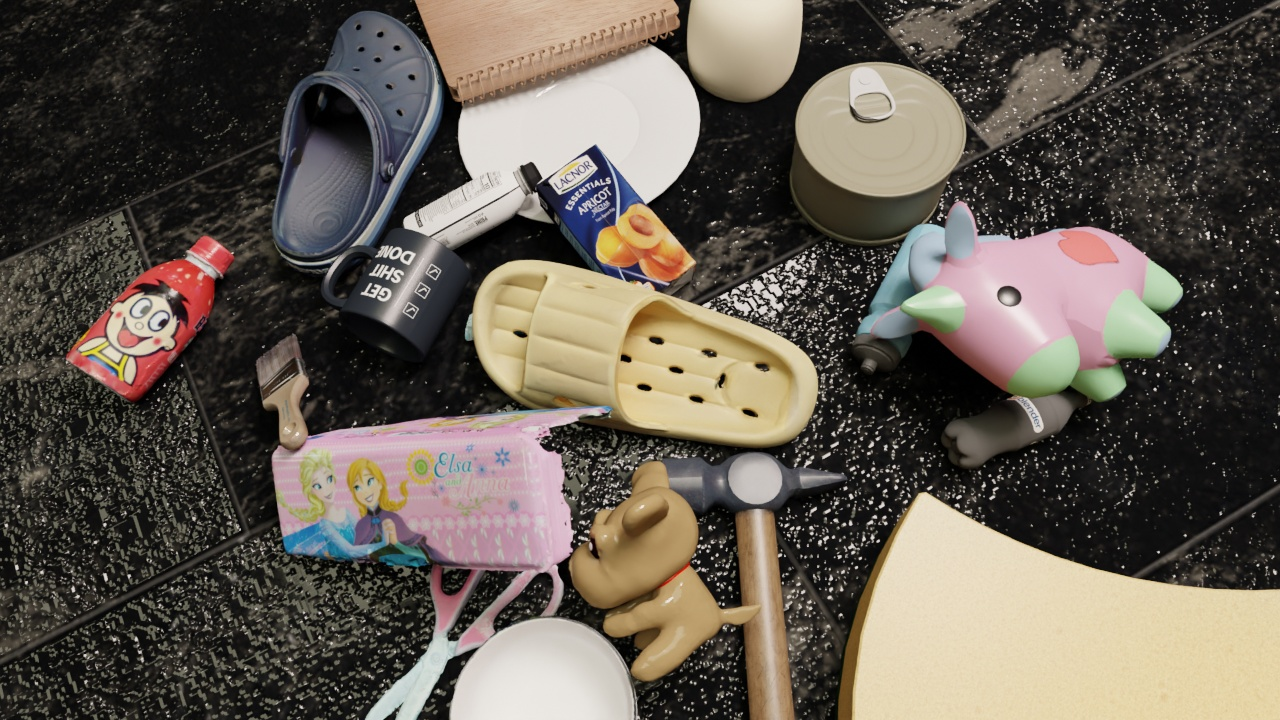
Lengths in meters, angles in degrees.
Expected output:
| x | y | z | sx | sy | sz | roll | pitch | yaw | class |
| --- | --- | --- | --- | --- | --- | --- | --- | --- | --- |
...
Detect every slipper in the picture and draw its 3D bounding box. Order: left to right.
| x | y | z | sx | sy | sz | roll | pitch | yaw | class |
| --- | --- | --- | --- | --- | --- | --- | --- | --- | --- |
| -0.238 | -0.192 | 0.763 | 0.105 | 0.095 | 0.252 | 7 | 70 | 10 | slipper |
| -0.004 | 0.004 | 0.650 | 0.261 | 0.079 | 0.111 | 14 | 99 | 5 | slipper |

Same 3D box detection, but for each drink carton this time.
| x | y | z | sx | sy | sz | roll | pitch | yaw | class |
| --- | --- | --- | --- | --- | --- | --- | --- | --- | --- |
| -0.020 | -0.101 | 0.721 | 0.064 | 0.040 | 0.130 | -37 | 79 | -10 | drink carton |

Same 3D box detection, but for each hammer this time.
| x | y | z | sx | sy | sz | roll | pitch | yaw | class |
| --- | --- | --- | --- | --- | --- | --- | --- | --- | --- |
| 0.084 | 0.215 | 0.588 | 0.129 | 0.040 | 0.321 | -1 | 66 | -2 | hammer |

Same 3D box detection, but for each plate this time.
| x | y | z | sx | sy | sz | roll | pitch | yaw | class |
| --- | --- | --- | --- | --- | --- | --- | --- | --- | --- |
| -0.053 | -0.203 | 0.797 | 0.208 | 0.015 | 0.208 | -1 | 65 | 3 | plate |

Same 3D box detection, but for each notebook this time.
| x | y | z | sx | sy | sz | roll | pitch | yaw | class |
| --- | --- | --- | --- | --- | --- | --- | --- | --- | --- |
| -0.087 | -0.316 | 0.832 | 0.210 | 0.022 | 0.169 | -21 | 55 | -6 | notebook |

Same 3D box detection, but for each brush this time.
| x | y | z | sx | sy | sz | roll | pitch | yaw | class |
| --- | --- | --- | --- | --- | --- | --- | --- | --- | --- |
| -0.259 | 0.022 | 0.670 | 0.039 | 0.012 | 0.151 | -38 | 37 | -5 | brush |
| 0.252 | 0.209 | 0.556 | 0.250 | 0.075 | 0.194 | 15 | 67 | 10 | brush |

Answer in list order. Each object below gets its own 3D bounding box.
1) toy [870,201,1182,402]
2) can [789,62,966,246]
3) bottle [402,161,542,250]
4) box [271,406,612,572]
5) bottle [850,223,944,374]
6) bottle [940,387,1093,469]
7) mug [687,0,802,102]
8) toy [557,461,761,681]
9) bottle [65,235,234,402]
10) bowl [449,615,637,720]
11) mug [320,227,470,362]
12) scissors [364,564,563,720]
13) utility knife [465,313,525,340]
| x | y | z | sx | sy | sz | roll | pitch | yaw | class |
| --- | --- | --- | --- | --- | --- | --- | --- | --- | --- |
| 0.277 | -0.050 | 0.645 | 0.171 | 0.120 | 0.221 | 36 | 45 | 13 | toy |
| 0.184 | -0.163 | 0.731 | 0.128 | 0.073 | 0.127 | -1 | 65 | 3 | can |
| -0.131 | -0.123 | 0.738 | 0.116 | 0.041 | 0.041 | -28 | 66 | 5 | bottle |
| -0.131 | 0.084 | 0.623 | 0.231 | 0.105 | 0.086 | -5 | 94 | 30 | box |
| 0.198 | -0.044 | 0.695 | 0.040 | 0.040 | 0.129 | 27 | 70 | 15 | bottle |
| 0.269 | 0.043 | 0.652 | 0.110 | 0.036 | 0.036 | -21 | 66 | -6 | bottle |
| 0.095 | -0.299 | 0.785 | 0.096 | 0.100 | 0.120 | 29 | 70 | 16 | mug |
| 0.007 | 0.130 | 0.567 | 0.106 | 0.134 | 0.108 | -25 | 92 | 3 | toy |
| -0.374 | -0.037 | 0.717 | 0.062 | 0.062 | 0.137 | 28 | 71 | 15 | bottle |
| -0.058 | 0.223 | 0.576 | 0.113 | 0.063 | 0.113 | -1 | 65 | 2 | bowl |
| -0.195 | -0.055 | 0.708 | 0.105 | 0.071 | 0.077 | 19 | 68 | 15 | mug |
| -0.118 | 0.199 | 0.619 | 0.105 | 0.016 | 0.178 | 22 | 68 | 13 | scissors |
| -0.076 | -0.030 | 0.721 | 0.124 | 0.015 | 0.022 | -3 | 68 | -1 | utility knife |
